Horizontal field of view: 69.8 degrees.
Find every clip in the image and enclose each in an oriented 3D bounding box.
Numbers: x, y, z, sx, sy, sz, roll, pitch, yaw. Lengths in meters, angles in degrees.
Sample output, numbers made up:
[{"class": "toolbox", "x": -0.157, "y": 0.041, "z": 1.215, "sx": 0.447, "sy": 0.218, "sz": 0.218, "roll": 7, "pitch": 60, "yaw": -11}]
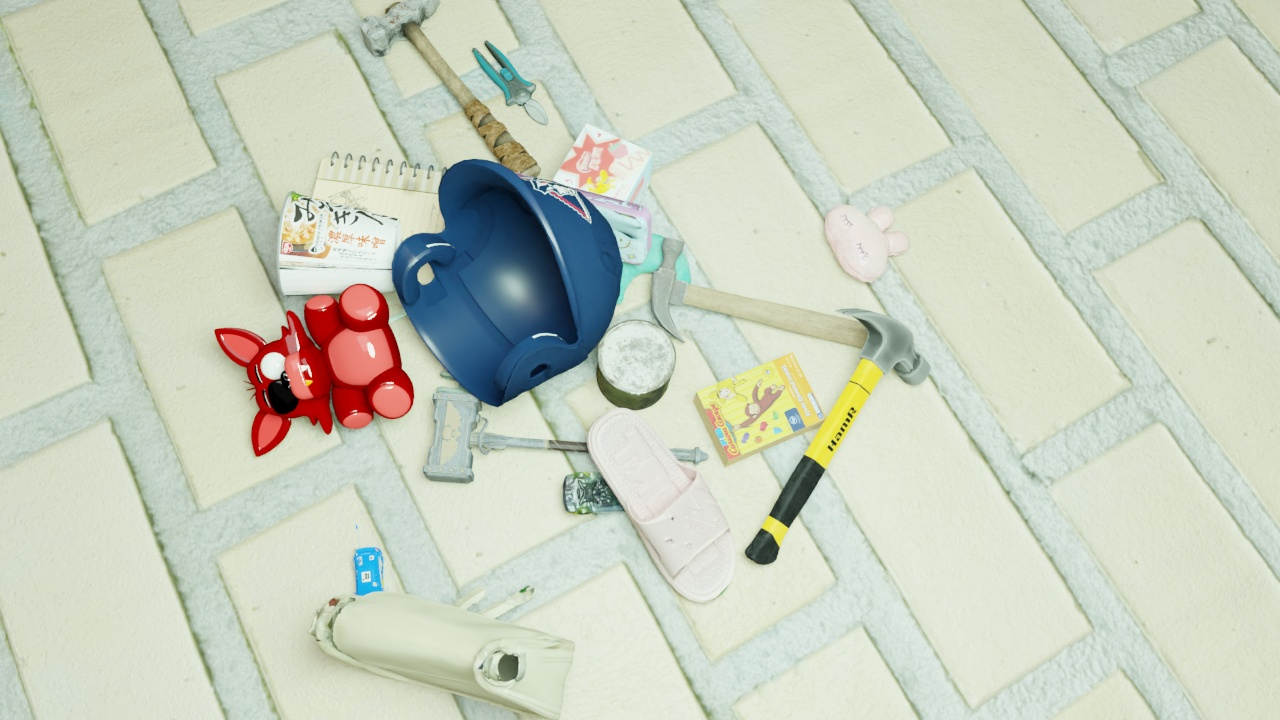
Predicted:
[{"class": "clip", "x": -0.202, "y": 0.032, "z": 1.085, "sx": 0.076, "sy": 0.023, "sz": 0.044, "roll": 10, "pitch": 70, "yaw": -1}]

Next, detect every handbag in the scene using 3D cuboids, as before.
[{"class": "handbag", "x": -0.187, "y": 0.274, "z": 0.932, "sx": 0.229, "sy": 0.184, "sz": 0.131, "roll": 5, "pitch": 68, "yaw": 17}]

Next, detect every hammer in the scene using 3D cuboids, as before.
[{"class": "hammer", "x": 0.212, "y": 0.088, "z": 1.045, "sx": 0.034, "sy": 0.170, "sz": 0.324, "roll": 24, "pitch": 79, "yaw": 51}, {"class": "hammer", "x": -0.081, "y": 0.099, "z": 1.061, "sx": 0.322, "sy": 0.044, "sz": 0.098, "roll": 5, "pitch": 71, "yaw": -3}, {"class": "hammer", "x": -0.236, "y": -0.355, "z": 1.203, "sx": 0.121, "sy": 0.049, "sz": 0.318, "roll": -35, "pitch": 78, "yaw": -16}, {"class": "hammer", "x": 0.172, "y": -0.055, "z": 1.122, "sx": 0.331, "sy": 0.031, "sz": 0.119, "roll": 13, "pitch": 91, "yaw": -4}]

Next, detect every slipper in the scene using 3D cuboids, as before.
[{"class": "slipper", "x": 0.030, "y": 0.155, "z": 1.013, "sx": 0.094, "sy": 0.064, "sz": 0.239, "roll": -34, "pitch": 88, "yaw": -18}]

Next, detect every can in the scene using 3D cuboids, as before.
[{"class": "can", "x": -0.006, "y": 0.006, "z": 1.075, "sx": 0.090, "sy": 0.075, "sz": 0.089, "roll": 1, "pitch": 72, "yaw": -4}]

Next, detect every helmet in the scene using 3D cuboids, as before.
[{"class": "helmet", "x": -0.128, "y": -0.104, "z": 1.005, "sx": 0.222, "sy": 0.273, "sz": 0.232, "roll": -39, "pitch": 63, "yaw": -24}]

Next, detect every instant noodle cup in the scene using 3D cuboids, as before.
[{"class": "instant noodle cup", "x": -0.345, "y": -0.128, "z": 1.067, "sx": 0.121, "sy": 0.124, "sz": 0.123, "roll": 5, "pitch": 71, "yaw": -10}]

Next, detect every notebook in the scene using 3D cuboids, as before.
[{"class": "notebook", "x": -0.304, "y": -0.174, "z": 1.149, "sx": 0.225, "sy": 0.024, "sz": 0.167, "roll": 8, "pitch": 73, "yaw": 0}]

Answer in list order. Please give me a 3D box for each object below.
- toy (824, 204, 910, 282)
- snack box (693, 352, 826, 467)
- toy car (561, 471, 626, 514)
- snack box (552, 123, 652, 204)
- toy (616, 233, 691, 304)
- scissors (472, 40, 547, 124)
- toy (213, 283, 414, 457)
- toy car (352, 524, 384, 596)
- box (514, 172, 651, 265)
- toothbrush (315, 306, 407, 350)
[{"class": "toy", "x": 0.286, "y": -0.154, "z": 1.156, "sx": 0.105, "sy": 0.053, "sz": 0.108, "roll": -21, "pitch": 72, "yaw": -25}, {"class": "snack box", "x": 0.139, "y": 0.058, "z": 1.081, "sx": 0.125, "sy": 0.040, "sz": 0.088, "roll": -22, "pitch": 74, "yaw": -9}, {"class": "toy car", "x": -0.038, "y": 0.152, "z": 1.046, "sx": 0.105, "sy": 0.033, "sz": 0.048, "roll": 1, "pitch": 73, "yaw": -16}, {"class": "snack box", "x": -0.047, "y": -0.223, "z": 1.146, "sx": 0.095, "sy": 0.080, "sz": 0.092, "roll": 26, "pitch": 72, "yaw": 7}, {"class": "toy", "x": 0.009, "y": -0.115, "z": 1.140, "sx": 0.105, "sy": 0.033, "sz": 0.085, "roll": -8, "pitch": 83, "yaw": -6}, {"class": "scissors", "x": -0.177, "y": -0.366, "z": 1.221, "sx": 0.138, "sy": 0.019, "sz": 0.136, "roll": 1, "pitch": 74, "yaw": -3}, {"class": "toy", "x": -0.365, "y": 0.010, "z": 1.038, "sx": 0.197, "sy": 0.120, "sz": 0.158, "roll": -17, "pitch": 98, "yaw": -4}, {"class": "toy car", "x": -0.299, "y": 0.228, "z": 0.994, "sx": 0.033, "sy": 0.062, "sz": 0.092, "roll": -8, "pitch": 72, "yaw": -5}, {"class": "box", "x": -0.088, "y": -0.173, "z": 1.110, "sx": 0.214, "sy": 0.076, "sz": 0.033, "roll": 18, "pitch": 51, "yaw": 16}, {"class": "toothbrush", "x": -0.346, "y": -0.032, "z": 1.103, "sx": 0.154, "sy": 0.015, "sz": 0.022, "roll": -25, "pitch": 40, "yaw": -11}]
